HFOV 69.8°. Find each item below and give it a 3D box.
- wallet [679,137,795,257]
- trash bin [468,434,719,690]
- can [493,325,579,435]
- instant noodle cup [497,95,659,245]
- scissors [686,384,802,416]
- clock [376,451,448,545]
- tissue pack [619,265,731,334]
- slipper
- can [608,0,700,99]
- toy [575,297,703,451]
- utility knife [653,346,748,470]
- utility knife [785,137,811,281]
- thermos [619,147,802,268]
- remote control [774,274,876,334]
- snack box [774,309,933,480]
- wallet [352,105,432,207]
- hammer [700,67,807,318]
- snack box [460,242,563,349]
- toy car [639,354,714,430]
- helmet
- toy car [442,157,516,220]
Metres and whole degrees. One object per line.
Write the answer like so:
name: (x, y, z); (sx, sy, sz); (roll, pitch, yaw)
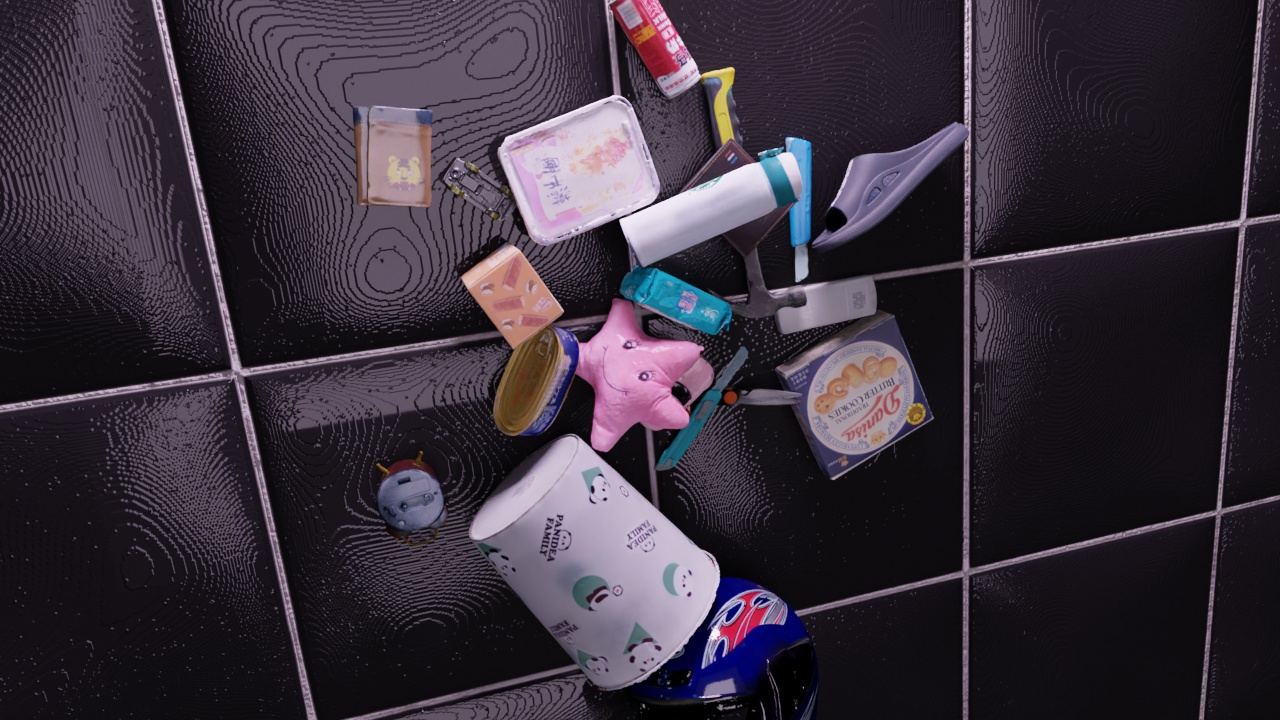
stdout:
wallet: (0.124, -0.206, 1.169); (0.122, 0.020, 0.096); (42, 98, -15)
trash bin: (-0.065, 0.244, 1.165); (0.229, 0.229, 0.252); (-41, 105, -3)
can: (-0.130, 0.026, 1.157); (0.049, 0.075, 0.148); (9, 107, -58)
instant noodle cup: (-0.077, -0.232, 1.122); (0.173, 0.060, 0.138); (-24, 109, -8)
scissors: (0.106, 0.060, 1.253); (0.235, 0.021, 0.143); (23, 107, -14)
clock: (-0.290, 0.181, 1.166); (0.082, 0.055, 0.122); (-16, 108, -13)
tissue pack: (0.047, -0.076, 1.179); (0.133, 0.093, 0.050); (23, 92, -19)
slipper: (0.315, -0.243, 1.218); (0.268, 0.111, 0.083); (-40, 94, -9)
can: (0.019, -0.388, 1.114); (0.053, 0.053, 0.133); (-37, 110, -5)
toy: (-0.007, 0.007, 1.168); (0.178, 0.075, 0.194); (-20, 71, 0)
utility knife: (0.082, 0.070, 1.232); (0.029, 0.013, 0.224); (19, 117, -26)
utility knife: (0.214, -0.202, 1.235); (0.034, 0.018, 0.194); (-5, 105, -3)
thermos: (0.089, -0.189, 1.124); (0.224, 0.073, 0.073); (-23, 109, 6)
remote control: (0.257, -0.079, 1.276); (0.150, 0.021, 0.058); (-12, 104, -13)
snack box: (0.308, 0.049, 1.310); (0.178, 0.046, 0.182); (-30, 109, -7)
wallet: (-0.290, -0.238, 1.076); (0.090, 0.033, 0.115); (-1, 107, -17)
hammer: (0.126, -0.211, 1.193); (0.126, 0.032, 0.323); (-14, 105, -1)
snack box: (-0.158, -0.080, 1.118); (0.077, 0.093, 0.094); (-37, 110, -5)
toy car: (0.045, 0.043, 1.208); (0.056, 0.037, 0.122); (40, 102, -20)
helmet: (0.094, 0.425, 1.214); (0.314, 0.248, 0.240); (-32, 104, -48)
toy car: (-0.193, -0.205, 1.108); (0.090, 0.035, 0.042); (32, 94, -21)
